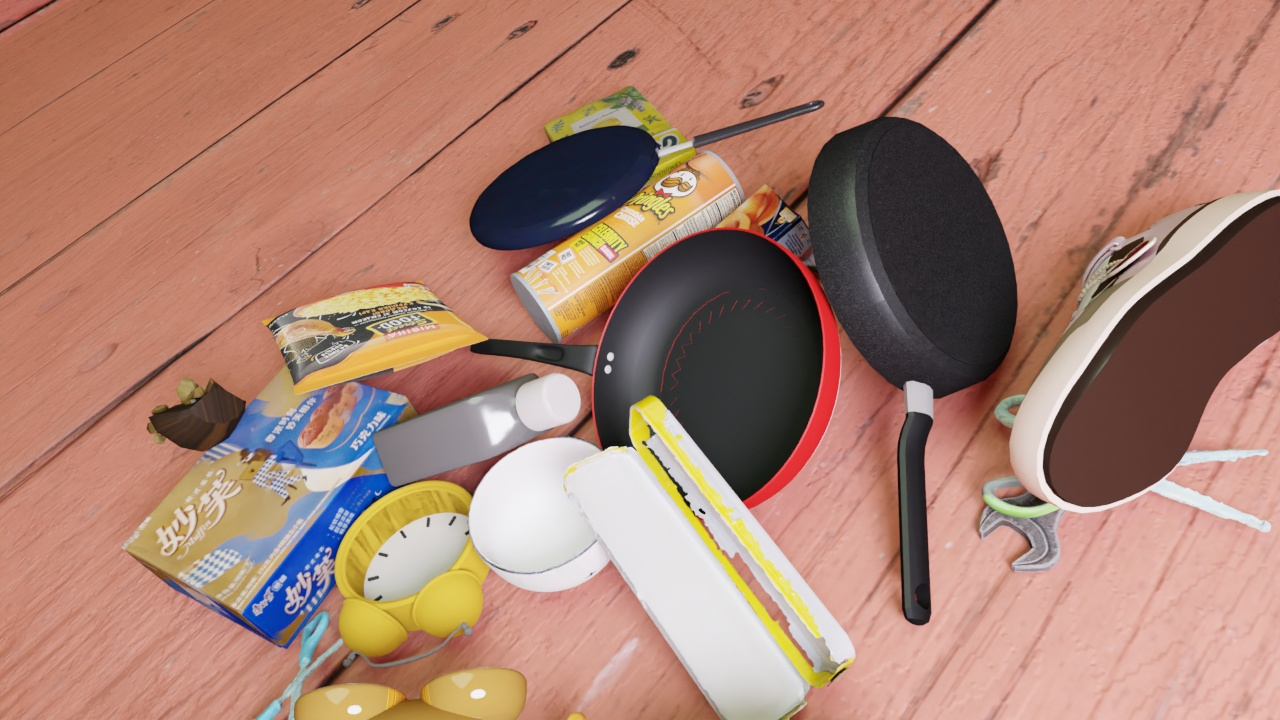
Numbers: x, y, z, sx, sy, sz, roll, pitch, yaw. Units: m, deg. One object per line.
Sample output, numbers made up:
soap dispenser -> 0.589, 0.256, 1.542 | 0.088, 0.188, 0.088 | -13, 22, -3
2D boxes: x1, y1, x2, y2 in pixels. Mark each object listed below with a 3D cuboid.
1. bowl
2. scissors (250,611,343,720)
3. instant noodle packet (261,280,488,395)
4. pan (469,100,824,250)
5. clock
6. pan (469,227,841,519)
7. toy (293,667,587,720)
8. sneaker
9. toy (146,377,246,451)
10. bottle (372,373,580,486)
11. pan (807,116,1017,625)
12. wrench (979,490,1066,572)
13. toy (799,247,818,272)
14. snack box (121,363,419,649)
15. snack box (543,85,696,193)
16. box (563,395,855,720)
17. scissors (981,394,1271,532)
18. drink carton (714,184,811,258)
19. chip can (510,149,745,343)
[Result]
bowl -> -0.061, 0.117, 0.661 | 0.113, 0.063, 0.113 | -11, 46, 11
scissors -> -0.244, 0.223, 0.642 | 0.135, 0.015, 0.135 | -39, 21, 15
instant noodle packet -> -0.249, -0.029, 0.839 | 0.159, 0.032, 0.221 | -18, 25, -22
pan -> -0.004, -0.191, 0.864 | 0.357, 0.021, 0.198 | -13, 37, 18
clock -> -0.166, 0.155, 0.677 | 0.113, 0.052, 0.151 | -16, 40, 6
pan -> -0.004, 0.004, 0.710 | 0.357, 0.067, 0.208 | 6, 82, 44
toy -> -0.117, 0.278, 0.475 | 0.198, 0.163, 0.203 | -5, 56, -8
sneaker -> 0.314, -0.020, 0.605 | 0.293, 0.112, 0.116 | -40, 22, -20
toy -> -0.375, 0.048, 0.760 | 0.100, 0.076, 0.062 | -19, 85, 33
bottle -> -0.116, 0.047, 0.690 | 0.174, 0.046, 0.083 | -19, 3, 40
pan -> 0.193, -0.006, 0.619 | 0.044, 0.204, 0.355 | -22, 56, 47
wrench -> 0.321, 0.039, 0.624 | 0.272, 0.010, 0.070 | -43, 48, -19
toy -> 0.176, -0.113, 0.803 | 0.080, 0.036, 0.099 | 3, 49, 26
snack box -> -0.290, 0.109, 0.753 | 0.155, 0.069, 0.202 | 12, 54, 32
snack box -> -0.025, -0.230, 0.986 | 0.121, 0.045, 0.180 | -26, 45, -4
box -> 0.041, 0.118, 0.566 | 0.079, 0.080, 0.209 | -20, 60, -34
scissors -> 0.301, 0.074, 0.583 | 0.171, 0.028, 0.138 | 21, 55, 39
drink carton -> 0.080, -0.084, 0.789 | 0.130, 0.040, 0.064 | -40, 44, 6
chip can -> -0.009, -0.105, 0.841 | 0.214, 0.075, 0.075 | -35, 46, -12
